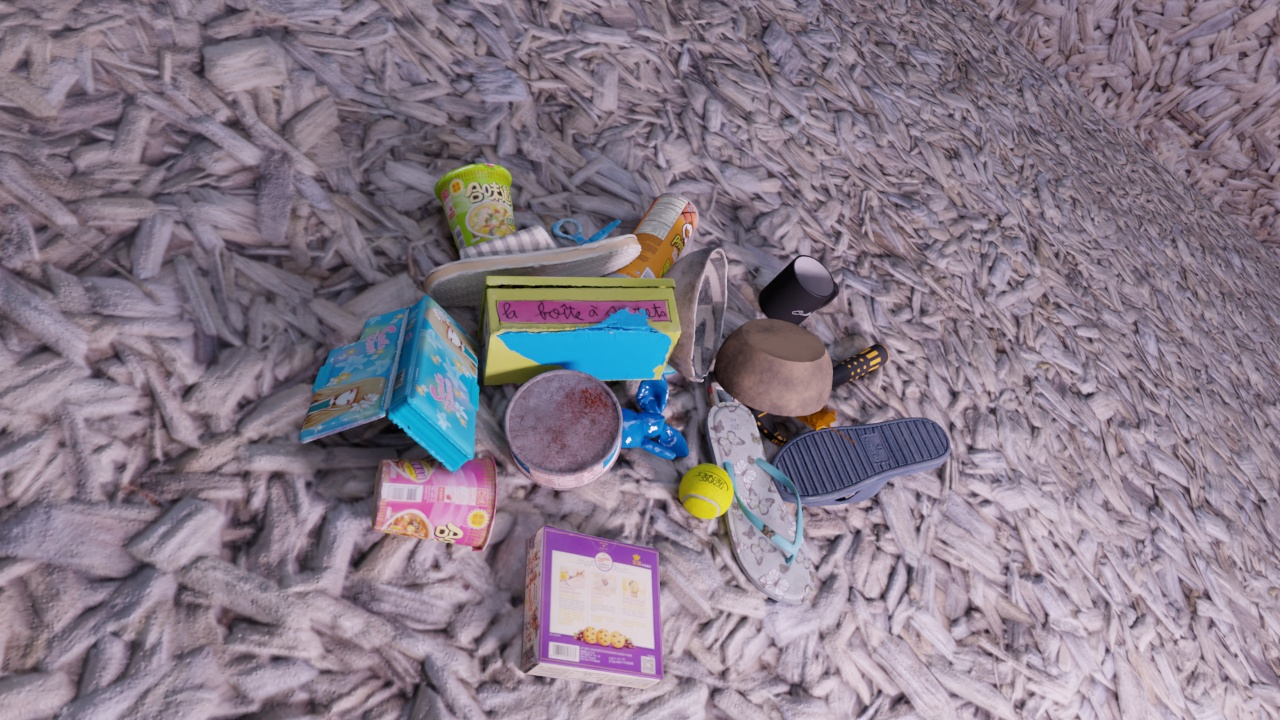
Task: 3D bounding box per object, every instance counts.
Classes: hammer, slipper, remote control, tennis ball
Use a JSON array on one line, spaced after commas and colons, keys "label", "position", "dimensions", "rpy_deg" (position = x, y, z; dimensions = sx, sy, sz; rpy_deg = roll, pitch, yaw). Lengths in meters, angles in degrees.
[{"label": "hammer", "position": [0.271, 0.037, 1.353], "dimensions": [0.319, 0.036, 0.123], "rpy_deg": [-21, 73, -40]}, {"label": "slipper", "position": [-0.128, -0.118, 1.107], "dimensions": [0.272, 0.115, 0.054], "rpy_deg": [-12, 70, -24]}, {"label": "remote control", "position": [0.119, 0.084, 1.222], "dimensions": [0.038, 0.018, 0.125], "rpy_deg": [9, 54, -30]}, {"label": "tennis ball", "position": [0.079, 0.158, 1.106], "dimensions": [0.065, 0.066, 0.065], "rpy_deg": [18, 50, -23]}, {"label": "slipper", "position": [0.146, 0.171, 1.139], "dimensions": [0.098, 0.055, 0.268], "rpy_deg": [-11, 69, -25]}, {"label": "slipper", "position": [0.291, 0.142, 1.247], "dimensions": [0.263, 0.083, 0.101], "rpy_deg": [-12, 58, -14]}]

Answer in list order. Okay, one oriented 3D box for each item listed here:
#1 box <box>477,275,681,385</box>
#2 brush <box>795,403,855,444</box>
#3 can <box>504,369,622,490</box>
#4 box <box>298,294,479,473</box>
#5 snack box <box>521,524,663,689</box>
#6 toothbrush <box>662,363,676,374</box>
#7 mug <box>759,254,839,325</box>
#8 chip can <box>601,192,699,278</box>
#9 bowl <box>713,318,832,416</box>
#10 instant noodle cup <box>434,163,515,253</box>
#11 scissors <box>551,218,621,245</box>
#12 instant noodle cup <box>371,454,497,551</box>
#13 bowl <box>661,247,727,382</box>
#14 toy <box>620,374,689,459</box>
[{"label": "box", "position": [-0.072, -0.034, 1.063], "dimensions": [0.220, 0.125, 0.082], "rpy_deg": [-4, 61, -14]}, {"label": "brush", "position": [0.238, 0.072, 1.237], "dimensions": [0.048, 0.017, 0.126], "rpy_deg": [-19, 40, -37]}, {"label": "can", "position": [-0.085, 0.077, 1.026], "dimensions": [0.130, 0.044, 0.129], "rpy_deg": [1, 61, -2]}, {"label": "box", "position": [-0.243, 0.010, 0.942], "dimensions": [0.169, 0.086, 0.227], "rpy_deg": [14, 27, -15]}, {"label": "snack box", "position": [-0.048, 0.259, 0.962], "dimensions": [0.143, 0.041, 0.147], "rpy_deg": [17, 51, -24]}, {"label": "toothbrush", "position": [-0.007, 0.007, 1.190], "dimensions": [0.135, 0.017, 0.022], "rpy_deg": [3, 54, -33]}, {"label": "mug", "position": [0.251, -0.102, 1.398], "dimensions": [0.113, 0.088, 0.078], "rpy_deg": [3, 57, -33]}, {"label": "chip can", "position": [0.013, -0.148, 1.275], "dimensions": [0.075, 0.075, 0.214], "rpy_deg": [37, 45, -7]}, {"label": "bowl", "position": [0.184, 0.002, 1.242], "dimensions": [0.162, 0.070, 0.162], "rpy_deg": [9, 30, -6]}, {"label": "instant noodle cup", "position": [-0.198, -0.173, 1.142], "dimensions": [0.098, 0.099, 0.108], "rpy_deg": [-3, 70, -36]}, {"label": "scissors", "position": [-0.081, -0.144, 1.218], "dimensions": [0.134, 0.011, 0.139], "rpy_deg": [26, 68, 30]}, {"label": "instant noodle cup", "position": [-0.207, 0.137, 0.910], "dimensions": [0.108, 0.098, 0.097], "rpy_deg": [8, 54, -21]}, {"label": "bowl", "position": [0.057, -0.065, 1.208], "dimensions": [0.081, 0.179, 0.177], "rpy_deg": [11, 44, 15]}, {"label": "toy", "position": [-0.010, 0.077, 1.105], "dimensions": [0.176, 0.071, 0.112], "rpy_deg": [-10, 77, -39]}]
